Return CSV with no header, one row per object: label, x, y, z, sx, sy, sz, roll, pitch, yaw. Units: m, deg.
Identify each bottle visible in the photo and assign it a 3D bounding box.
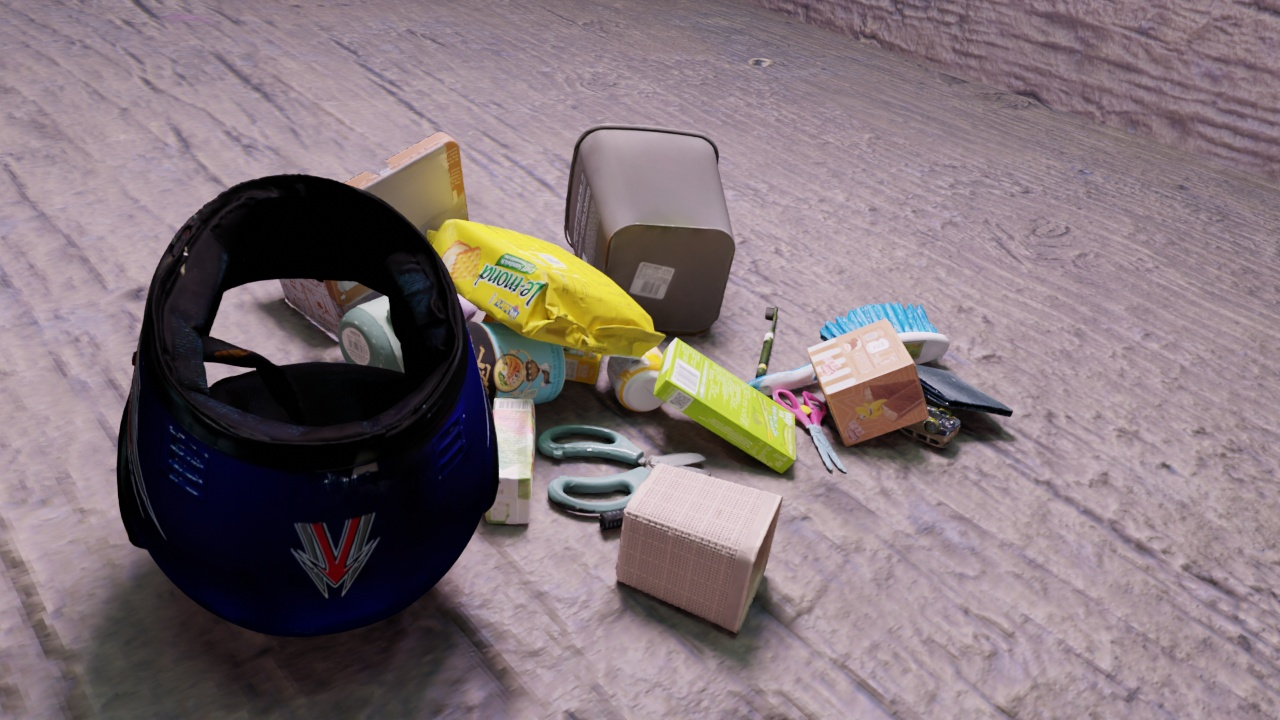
bottle,-0.006,0.006,0.986,0.063,0.063,0.108,-1,33,-18

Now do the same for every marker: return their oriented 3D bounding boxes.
marker,0.023,0.135,0.826,0.130,0.018,0.023,-5,-4,-27

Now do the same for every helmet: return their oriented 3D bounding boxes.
helmet,-0.236,0.046,0.668,0.247,0.241,0.315,-4,45,-22

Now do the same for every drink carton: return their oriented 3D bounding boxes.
drink carton,-0.119,0.088,0.827,0.045,0.054,0.122,2,32,-6

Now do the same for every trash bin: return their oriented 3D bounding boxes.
trash bin,0.012,-0.158,1.152,0.198,0.199,0.219,2,39,-11

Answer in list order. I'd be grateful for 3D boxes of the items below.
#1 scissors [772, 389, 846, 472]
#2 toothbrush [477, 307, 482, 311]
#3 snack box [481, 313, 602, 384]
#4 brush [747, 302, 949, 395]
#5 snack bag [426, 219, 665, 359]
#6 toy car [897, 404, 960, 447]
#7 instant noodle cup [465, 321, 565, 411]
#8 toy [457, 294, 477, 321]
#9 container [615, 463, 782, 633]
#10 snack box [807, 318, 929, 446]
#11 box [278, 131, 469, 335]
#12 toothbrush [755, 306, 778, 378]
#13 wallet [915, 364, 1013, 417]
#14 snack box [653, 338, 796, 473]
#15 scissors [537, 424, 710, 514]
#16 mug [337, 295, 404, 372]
scissors,0.194,0.076,0.984,0.072,0.017,0.137,5,34,-28
toothbrush,-0.096,-0.055,1.045,0.180,0.016,0.016,6,25,-7
snack box,-0.111,-0.019,1.027,0.140,0.034,0.086,8,31,-1
brush,0.243,-0.011,1.105,0.314,0.061,0.109,-6,38,-21
snack bag,-0.105,-0.077,0.945,0.157,0.068,0.246,8,19,-46
toy car,0.303,0.065,1.012,0.090,0.035,0.042,24,32,32
instant noodle cup,-0.143,0.006,0.914,0.120,0.111,0.111,-5,34,-36
toy,-0.233,-0.071,1.066,0.108,0.039,0.083,32,40,33
container,0.046,0.147,0.748,0.111,0.090,0.090,17,31,16
snack box,0.243,0.023,0.986,0.094,0.077,0.092,-21,32,9
box,-0.305,-0.152,0.997,0.158,0.218,0.180,37,58,24
toothbrush,0.155,-0.024,1.134,0.017,0.012,0.185,9,30,9
wallet,0.358,0.032,1.063,0.097,0.019,0.121,8,18,-23
snack box,0.088,0.045,0.930,0.156,0.026,0.085,32,30,-11
scissors,-0.013,0.109,0.860,0.179,0.019,0.161,11,30,-2
mug,-0.242,-0.036,0.939,0.106,0.112,0.082,-29,78,-44
